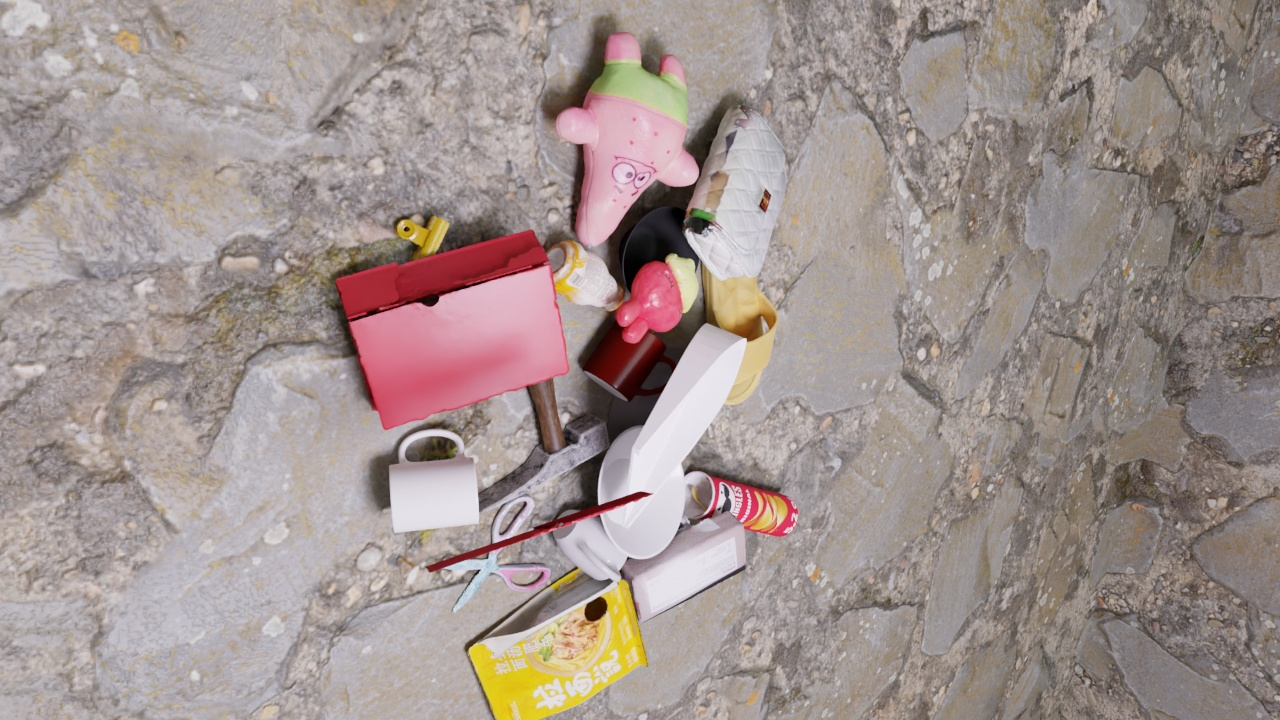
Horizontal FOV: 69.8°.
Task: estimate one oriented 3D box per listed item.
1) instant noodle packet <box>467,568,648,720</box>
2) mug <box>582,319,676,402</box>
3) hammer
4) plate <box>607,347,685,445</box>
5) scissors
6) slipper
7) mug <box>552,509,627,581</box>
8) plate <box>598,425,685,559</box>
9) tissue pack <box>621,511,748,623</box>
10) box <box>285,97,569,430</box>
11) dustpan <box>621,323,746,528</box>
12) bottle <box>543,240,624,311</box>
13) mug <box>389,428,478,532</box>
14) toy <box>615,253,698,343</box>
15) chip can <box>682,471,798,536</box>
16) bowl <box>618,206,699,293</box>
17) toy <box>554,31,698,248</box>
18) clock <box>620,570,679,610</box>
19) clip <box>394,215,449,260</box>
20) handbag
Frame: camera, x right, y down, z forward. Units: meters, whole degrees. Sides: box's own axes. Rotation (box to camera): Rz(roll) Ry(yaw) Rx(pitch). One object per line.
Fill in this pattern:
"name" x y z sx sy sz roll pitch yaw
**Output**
"instant noodle packet" -0.111 0.391 1.236 0.221 0.084 0.163 -26 121 -22
"mug" -0.007 0.007 1.141 0.082 0.106 0.073 -56 167 -8
"hammer" -0.152 0.022 1.068 0.217 0.037 0.301 -27 122 -30
"plate" 0.029 0.070 1.260 0.178 0.012 0.179 -17 118 -35
"scissors" -0.175 0.243 1.157 0.170 0.013 0.175 13 101 -40
"slipper" 0.143 -0.054 1.264 0.099 0.078 0.264 -28 123 -32
"mug" -0.063 0.243 1.189 0.071 0.107 0.089 -46 124 1
"plate" -0.009 0.174 1.219 0.173 0.036 0.174 8 80 -48
"tissue pack" 0.058 0.276 1.276 0.181 0.071 0.104 -22 124 -17
"box" -0.237 -0.119 1.012 0.212 0.374 0.148 -19 153 -17
"dustpan" 0.061 0.072 1.157 0.192 0.053 0.257 97 19 -53
"bottle" -0.065 -0.094 1.075 0.108 0.063 0.063 31 86 -43
"mug" -0.229 0.130 1.012 0.090 0.074 0.110 -4 73 -13
"toy" 0.021 -0.073 1.094 0.134 0.045 0.092 -38 126 -31
"chip can" 0.151 0.220 1.388 0.220 0.069 0.069 21 93 -44
"bowl" 0.011 -0.133 1.132 0.123 0.052 0.124 -17 118 -35
"toy" -0.019 -0.239 1.038 0.191 0.097 0.237 12 107 -34
"clock" 0.048 0.304 1.344 0.147 0.056 0.104 -32 125 -25
"clip" -0.228 -0.129 0.951 0.054 0.046 0.048 -65 167 2
"handbag" 0.125 -0.206 1.145 0.139 0.073 0.194 47 53 -43
